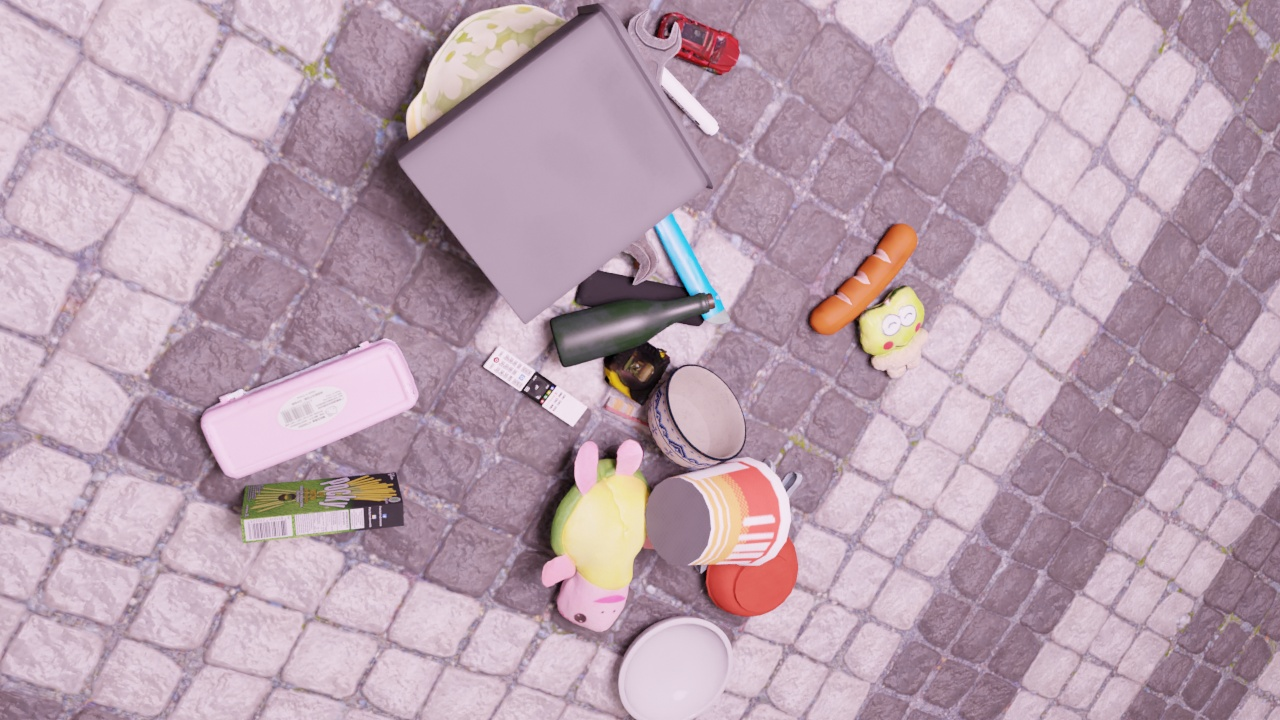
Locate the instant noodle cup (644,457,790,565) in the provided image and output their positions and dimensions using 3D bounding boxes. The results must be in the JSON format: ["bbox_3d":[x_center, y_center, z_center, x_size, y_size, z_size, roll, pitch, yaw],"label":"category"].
[{"bbox_3d":[0.080,0.173,1.020,0.121,0.123,0.123,2,106,-47],"label":"instant noodle cup"}]

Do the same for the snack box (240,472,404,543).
[{"bbox_3d":[-0.316,0.145,0.915,0.147,0.080,0.025,-3,107,-19],"label":"snack box"}]

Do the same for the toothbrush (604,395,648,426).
[{"bbox_3d":[0.039,0.082,1.061,0.184,0.015,0.015,25,93,-25],"label":"toothbrush"}]

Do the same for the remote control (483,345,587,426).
[{"bbox_3d":[-0.113,0.028,0.991,0.124,0.012,0.028,37,91,-25],"label":"remote control"}]

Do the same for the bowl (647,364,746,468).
[{"bbox_3d":[0.055,0.069,1.018,0.115,0.115,0.059,31,136,-25],"label":"bowl"}]

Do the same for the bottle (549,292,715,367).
[{"bbox_3d":[-0.006,-0.041,0.969,0.174,0.055,0.055,-16,111,-4],"label":"bottle"}]

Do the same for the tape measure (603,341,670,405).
[{"bbox_3d":[-0.006,0.006,1.008,0.062,0.038,0.067,34,93,-24],"label":"tape measure"}]

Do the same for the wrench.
[{"bbox_3d":[-0.001,-0.212,0.936,0.070,0.010,0.274,7,107,-2],"label":"wrench"}]

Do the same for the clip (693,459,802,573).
[{"bbox_3d":[0.158,0.215,1.138,0.143,0.029,0.172,36,93,-26],"label":"clip"}]

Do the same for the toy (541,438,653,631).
[{"bbox_3d":[-0.042,0.195,1.026,0.189,0.088,0.238,-16,118,-39],"label":"toy"}]

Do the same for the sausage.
[{"bbox_3d":[0.263,-0.092,1.075,0.164,0.039,0.044,-47,109,-2],"label":"sausage"}]

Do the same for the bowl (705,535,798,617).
[{"bbox_3d":[0.142,0.262,1.111,0.122,0.035,0.122,-6,109,-18],"label":"bowl"}]

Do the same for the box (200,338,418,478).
[{"bbox_3d":[-0.326,0.045,0.908,0.202,0.044,0.086,-23,107,-11],"label":"box"}]

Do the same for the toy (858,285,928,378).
[{"bbox_3d":[0.309,-0.030,1.108,0.092,0.046,0.115,-34,122,-11],"label":"toy"}]

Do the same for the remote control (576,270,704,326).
[{"bbox_3d":[0.005,-0.067,1.000,0.151,0.020,0.041,9,101,-21],"label":"remote control"}]

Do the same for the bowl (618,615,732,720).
[{"bbox_3d":[0.038,0.375,1.133,0.149,0.043,0.150,-6,108,-18],"label":"bowl"}]

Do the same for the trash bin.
[{"bbox_3d":[-0.077,-0.175,0.831,0.220,0.097,0.192,-38,116,-3],"label":"trash bin"}]

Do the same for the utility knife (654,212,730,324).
[{"bbox_3d":[0.051,-0.106,0.996,0.031,0.015,0.158,-31,103,-16],"label":"utility knife"}]

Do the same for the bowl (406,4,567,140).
[{"bbox_3d":[-0.117,-0.239,0.883,0.219,0.060,0.188,-18,112,-13],"label":"bowl"}]

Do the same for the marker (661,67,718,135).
[{"bbox_3d":[0.033,-0.281,0.948,0.133,0.020,0.017,39,76,-27],"label":"marker"}]

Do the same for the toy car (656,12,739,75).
[{"bbox_3d":[0.060,-0.324,0.936,0.091,0.036,0.042,13,100,-28],"label":"toy car"}]
